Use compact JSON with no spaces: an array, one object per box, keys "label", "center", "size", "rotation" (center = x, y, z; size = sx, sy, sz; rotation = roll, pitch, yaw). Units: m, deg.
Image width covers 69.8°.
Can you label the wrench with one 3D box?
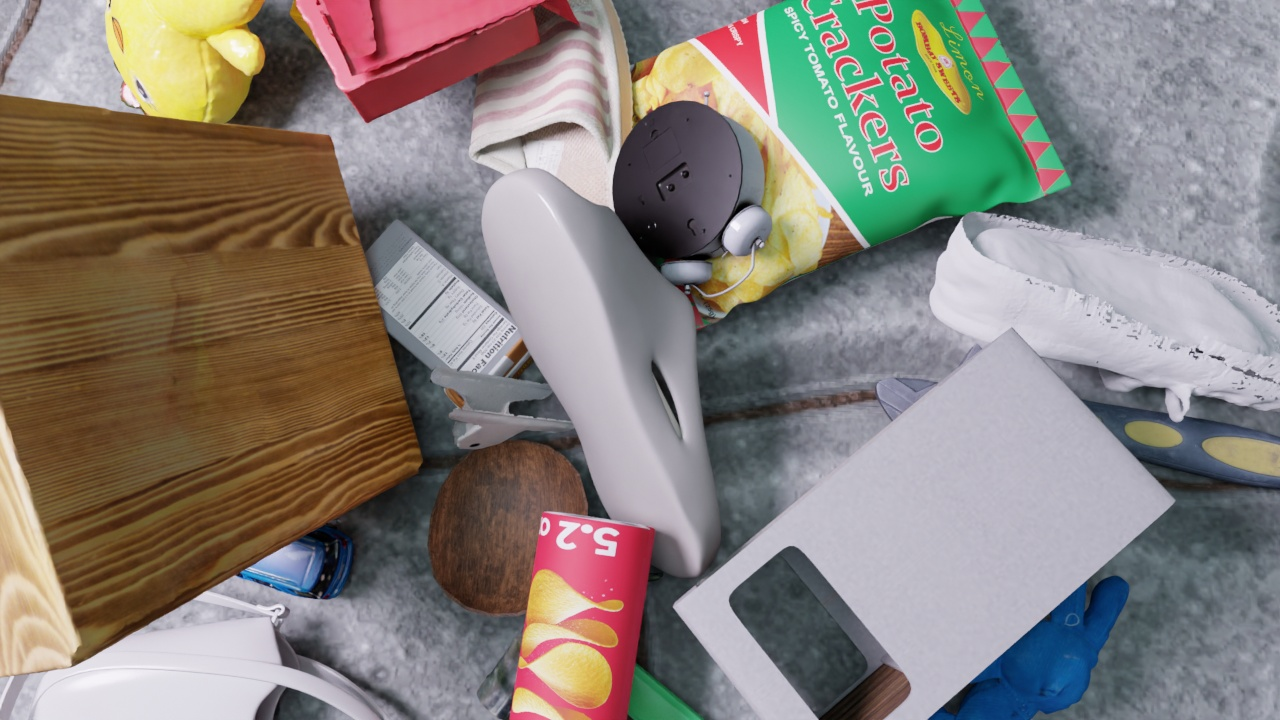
[{"label":"wrench","center":[0.286,0.042,0.578],"size":[0.273,0.022,0.073],"rotation":[12,80,8]}]

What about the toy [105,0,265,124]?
[{"label":"toy","center":[-0.303,-0.232,0.621],"size":[0.092,0.208,0.134],"rotation":[-24,91,-37]}]

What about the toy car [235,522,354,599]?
[{"label":"toy car","center":[-0.249,0.119,0.603],"size":[0.120,0.043,0.056],"rotation":[16,83,11]}]

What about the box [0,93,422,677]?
[{"label":"box","center":[-0.359,-0.012,0.507],"size":[0.335,0.278,0.286],"rotation":[-10,96,18]}]

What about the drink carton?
[{"label":"drink carton","center":[-0.133,-0.029,0.618],"size":[0.125,0.048,0.076],"rotation":[39,85,11]}]

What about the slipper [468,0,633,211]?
[{"label":"slipper","center":[-0.062,-0.147,0.618],"size":[0.115,0.052,0.262],"rotation":[-13,80,32]}]

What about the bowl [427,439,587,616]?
[{"label":"bowl","center":[-0.083,0.109,0.594],"size":[0.102,0.026,0.114],"rotation":[5,67,7]}]

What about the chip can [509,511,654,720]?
[{"label":"chip can","center":[-0.041,0.200,0.521],"size":[0.069,0.069,0.220],"rotation":[8,81,7]}]

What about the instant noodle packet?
[{"label":"instant noodle packet","center":[0.113,-0.151,0.596],"size":[0.253,0.090,0.195],"rotation":[-21,75,8]}]

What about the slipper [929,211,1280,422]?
[{"label":"slipper","center":[0.297,-0.020,0.556],"size":[0.247,0.075,0.112],"rotation":[15,57,-2]}]

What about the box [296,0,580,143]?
[{"label":"box","center":[-0.156,-0.272,0.618],"size":[0.164,0.153,0.213],"rotation":[-27,84,-7]}]

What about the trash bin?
[{"label":"trash bin","center":[0.143,0.107,0.506],"size":[0.228,0.114,0.114],"rotation":[-38,78,-5]}]

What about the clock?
[{"label":"clock","center":[0.034,-0.098,0.560],"size":[0.095,0.035,0.122],"rotation":[-31,72,33]}]

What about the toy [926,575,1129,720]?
[{"label":"toy","center":[0.220,0.192,0.530],"size":[0.113,0.071,0.176],"rotation":[40,96,5]}]

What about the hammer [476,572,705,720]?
[{"label":"hammer","center":[0.061,0.251,0.555],"size":[0.319,0.032,0.130],"rotation":[37,84,11]}]

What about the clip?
[{"label":"clip","center":[-0.091,0.035,0.579],"size":[0.058,0.102,0.052],"rotation":[6,86,42]}]

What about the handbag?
[{"label":"handbag","center":[-0.255,0.242,0.558],"size":[0.222,0.095,0.215],"rotation":[-4,81,-1]}]

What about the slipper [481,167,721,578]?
[{"label":"slipper","center":[-0.003,0.003,0.557],"size":[0.080,0.113,0.266],"rotation":[-30,103,-29]}]

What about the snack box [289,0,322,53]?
[{"label":"snack box","center":[-0.189,-0.265,0.653],"size":[0.061,0.083,0.105],"rotation":[13,81,8]}]
